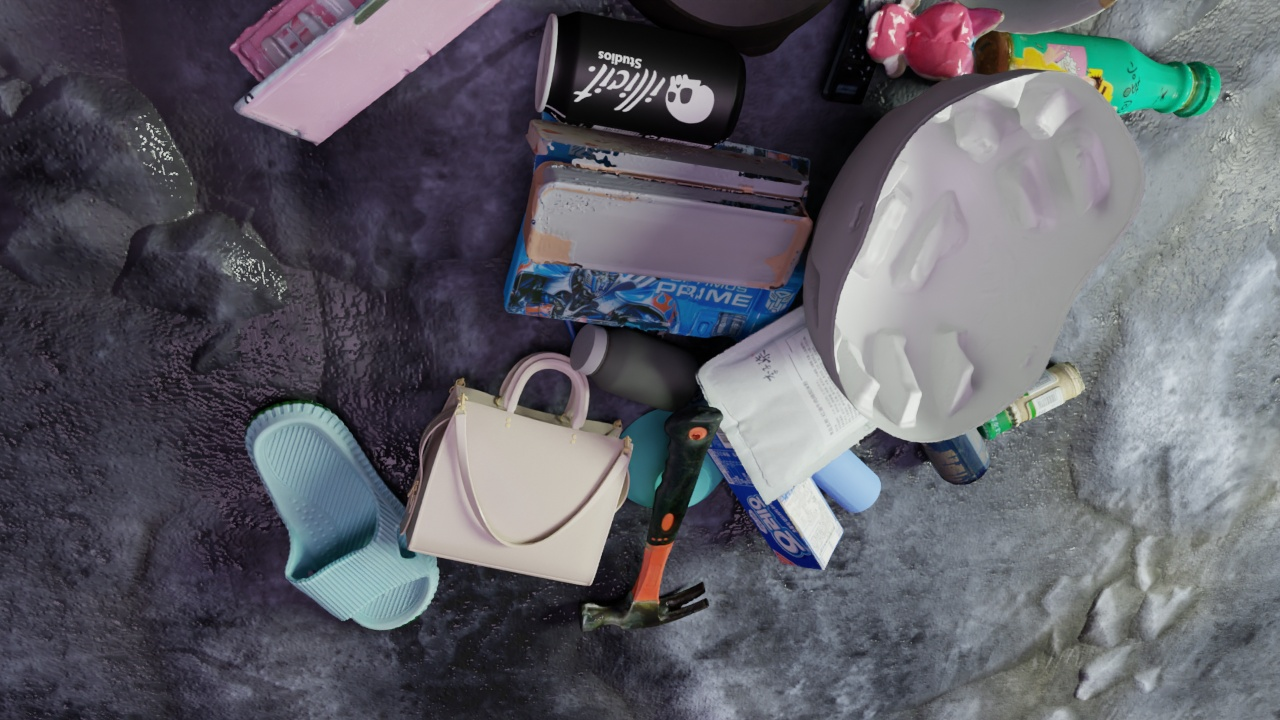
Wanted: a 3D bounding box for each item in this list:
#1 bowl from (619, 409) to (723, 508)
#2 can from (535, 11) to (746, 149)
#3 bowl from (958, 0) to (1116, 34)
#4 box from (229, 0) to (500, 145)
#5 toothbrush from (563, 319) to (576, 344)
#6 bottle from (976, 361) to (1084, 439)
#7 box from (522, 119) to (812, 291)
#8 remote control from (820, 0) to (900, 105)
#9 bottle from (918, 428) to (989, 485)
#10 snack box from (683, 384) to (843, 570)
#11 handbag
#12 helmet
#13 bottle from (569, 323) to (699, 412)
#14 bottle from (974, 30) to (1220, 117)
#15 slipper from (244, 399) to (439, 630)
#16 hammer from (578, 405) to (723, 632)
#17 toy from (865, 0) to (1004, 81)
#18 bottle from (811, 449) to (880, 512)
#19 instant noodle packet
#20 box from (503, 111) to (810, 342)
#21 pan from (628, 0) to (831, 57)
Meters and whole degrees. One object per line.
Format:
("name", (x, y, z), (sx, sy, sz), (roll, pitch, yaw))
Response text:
("bowl", (0.035, 0.108, 0.887), (0.121, 0.046, 0.121), (-5, 119, -9))
("can", (-0.001, -0.209, 0.689), (0.146, 0.080, 0.080), (6, 116, -15))
("bowl", (0.296, -0.338, 0.681), (0.174, 0.067, 0.174), (21, 133, 24))
("box", (-0.170, -0.235, 0.613), (0.233, 0.098, 0.099), (-30, 118, 15))
("toothbrush", (-0.070, -0.054, 0.798), (0.021, 0.016, 0.132), (-19, 117, -2))
("bottle", (0.388, 0.039, 0.924), (0.110, 0.042, 0.043), (-27, 120, 2))
("box", (0.019, -0.113, 0.702), (0.216, 0.095, 0.108), (5, 105, -17))
("remote control", (0.180, -0.272, 0.719), (0.045, 0.021, 0.141), (-6, 127, -38))
("bottle", (0.292, 0.057, 0.905), (0.056, 0.056, 0.161), (-34, 119, 8))
("snack box", (0.120, 0.108, 0.883), (0.059, 0.059, 0.226), (-53, 122, -32))
("handbag", (-0.099, 0.087, 0.831), (0.194, 0.101, 0.198), (16, 102, -20))
("helmet", (0.237, -0.076, 0.699), (0.224, 0.184, 0.282), (24, 82, -24))
("bottle", (-0.005, 0.005, 0.810), (0.108, 0.060, 0.060), (20, 112, -28))
("bottle", (0.377, -0.232, 0.760), (0.209, 0.068, 0.068), (1, 117, -12))
("slipper", (-0.271, 0.157, 0.842), (0.116, 0.069, 0.276), (-22, 119, -3))
("hammer", (0.023, 0.161, 0.873), (0.133, 0.033, 0.334), (0, 135, -11))
("toy", (0.224, -0.255, 0.721), (0.102, 0.050, 0.066), (4, 130, -6))
("bottle", (0.183, 0.099, 0.911), (0.048, 0.048, 0.131), (-43, 117, 12))
("instant noodle packet", (0.187, -0.003, 0.819), (0.269, 0.057, 0.147), (-33, 107, -7))
("box", (0.022, -0.100, 0.756), (0.243, 0.063, 0.174), (7, 112, -18))
("pan", (0.014, -0.323, 0.652), (0.356, 0.043, 0.249), (-15, 120, -3))
